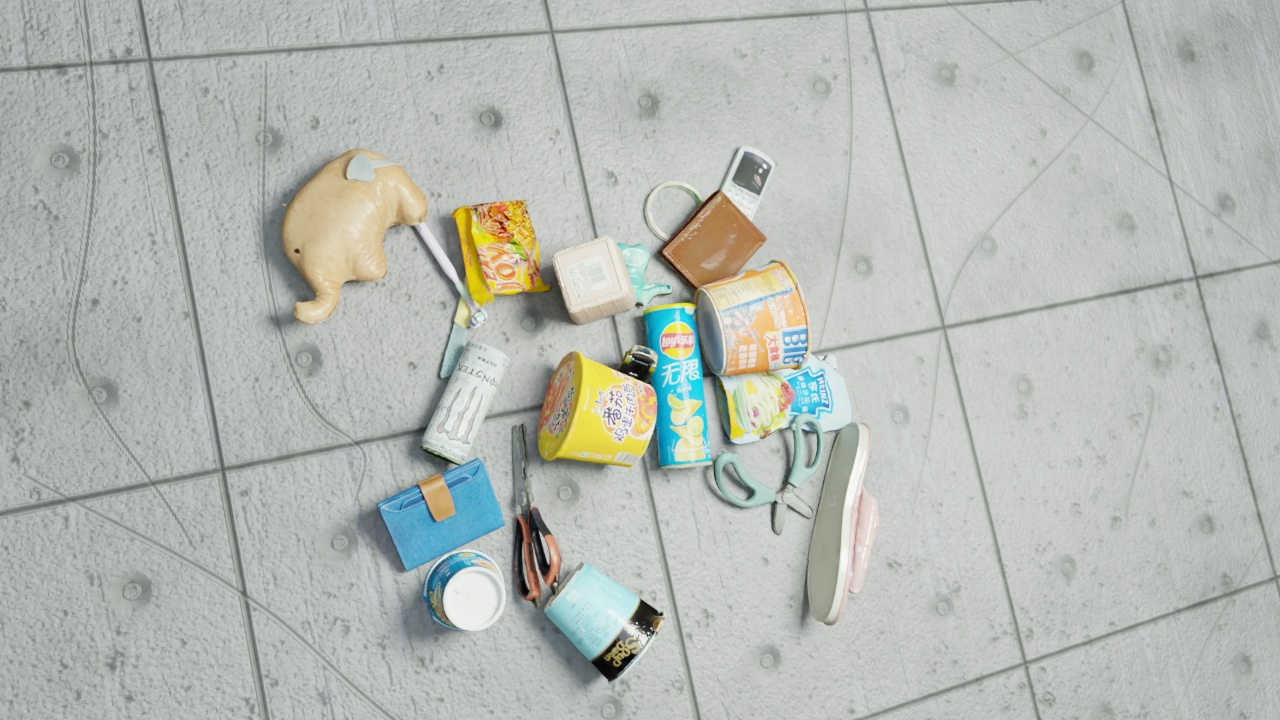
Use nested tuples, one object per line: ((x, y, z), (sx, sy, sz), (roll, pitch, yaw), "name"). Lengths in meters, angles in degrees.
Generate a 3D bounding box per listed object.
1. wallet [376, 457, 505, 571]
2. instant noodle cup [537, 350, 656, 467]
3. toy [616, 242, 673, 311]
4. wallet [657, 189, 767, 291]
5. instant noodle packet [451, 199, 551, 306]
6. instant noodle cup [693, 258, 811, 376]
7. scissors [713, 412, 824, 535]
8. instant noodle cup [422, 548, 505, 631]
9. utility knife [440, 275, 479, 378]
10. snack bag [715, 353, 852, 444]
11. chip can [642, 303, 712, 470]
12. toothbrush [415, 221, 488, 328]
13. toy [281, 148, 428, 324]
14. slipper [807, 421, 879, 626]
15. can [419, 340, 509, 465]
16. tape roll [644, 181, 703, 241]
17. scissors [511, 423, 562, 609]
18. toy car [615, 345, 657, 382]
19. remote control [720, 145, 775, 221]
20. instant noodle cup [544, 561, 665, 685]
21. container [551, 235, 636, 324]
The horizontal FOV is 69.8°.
((-0.235, 0.182, 1.091), (0.133, 0.040, 0.106), (-24, 119, -19), "wallet")
((-0.051, 0.067, 1.133), (0.109, 0.138, 0.138), (16, 78, -22), "instant noodle cup")
((-0.005, -0.111, 1.222), (0.096, 0.030, 0.092), (-3, 87, -15), "toy")
((0.099, -0.155, 1.243), (0.101, 0.032, 0.124), (43, 87, -17), "wallet")
((-0.174, -0.137, 1.155), (0.110, 0.044, 0.128), (-13, 87, -39), "instant noodle packet")
((0.140, -0.048, 1.198), (0.111, 0.151, 0.151), (-13, 86, -11), "instant noodle cup")
((0.171, 0.147, 1.225), (0.179, 0.019, 0.170), (10, 94, -21), "scissors")
((-0.199, 0.272, 1.067), (0.099, 0.110, 0.099), (2, 82, -17), "instant noodle cup")
((-0.216, -0.082, 1.160), (0.031, 0.022, 0.219), (15, 72, -10), "utility knife")
((0.199, 0.051, 1.256), (0.190, 0.039, 0.110), (-8, 75, -18), "snack bag")
((0.049, 0.035, 1.194), (0.071, 0.071, 0.210), (-4, 84, -17), "chip can")
((-0.249, -0.124, 1.148), (0.029, 0.021, 0.189), (-35, 85, 20), "toothbrush")
((-0.360, -0.150, 1.095), (0.143, 0.082, 0.225), (31, 77, 2), "toy")
((0.277, 0.215, 1.219), (0.054, 0.114, 0.274), (16, 71, -10), "slipper")
((-0.214, 0.051, 1.121), (0.058, 0.058, 0.146), (26, 75, -12), "can")
((0.048, -0.203, 1.258), (0.085, 0.014, 0.085), (2, 82, -16), "tape roll")
((-0.130, 0.183, 1.117), (0.015, 0.193, 0.207), (4, 109, -40), "scissors")
((-0.007, 0.007, 1.172), (0.042, 0.091, 0.035), (18, 61, -11), "toy car")
((0.139, -0.229, 1.285), (0.058, 0.021, 0.150), (26, 76, -12), "remote control")
((-0.048, 0.310, 1.114), (0.120, 0.111, 0.111), (41, 73, 1), "instant noodle cup")
((-0.060, -0.101, 1.149), (0.090, 0.111, 0.090), (-17, 87, 2), "container")
